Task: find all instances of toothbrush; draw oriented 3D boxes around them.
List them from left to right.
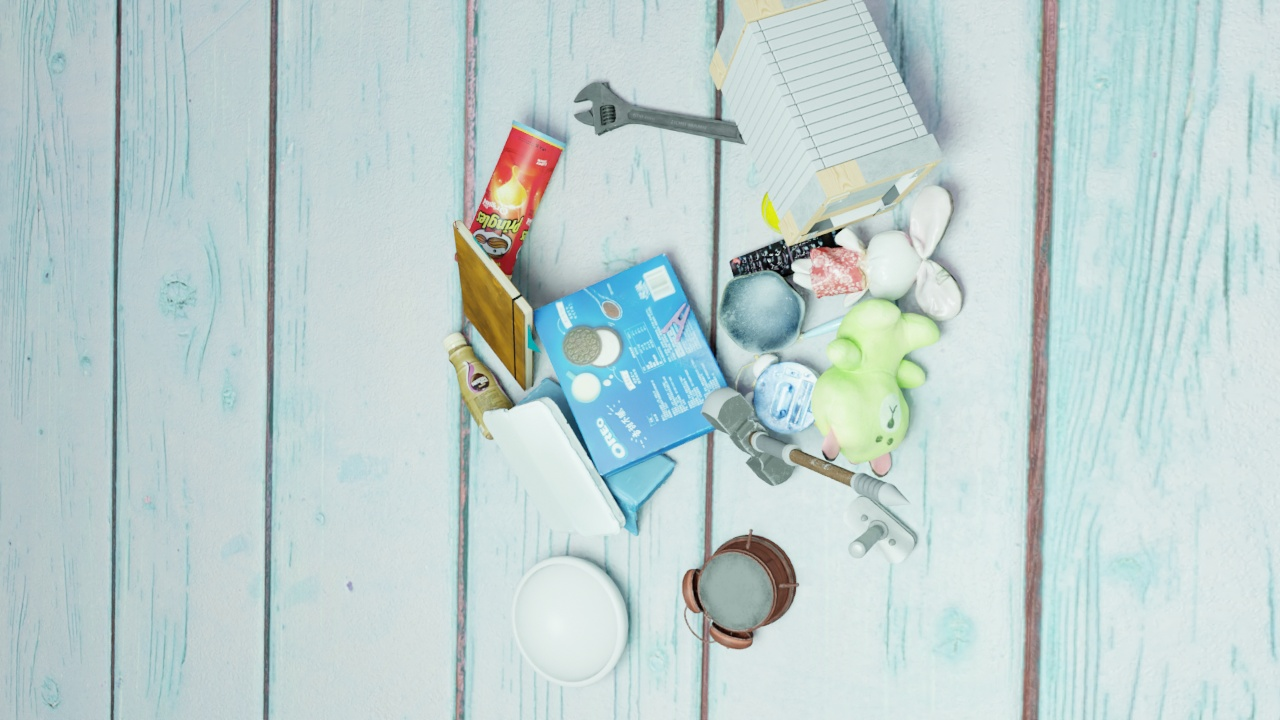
[{"bbox_3d":[0.219,-0.037,1.148,0.155,0.022,0.016,-20,124,24],"label":"toothbrush"}]

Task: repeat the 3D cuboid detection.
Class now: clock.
[{"bbox_3d":[0.121,0.296,1.165,0.158,0.072,0.120,-47,72,17],"label":"clock"},{"bbox_3d":[0.175,0.041,1.149,0.125,0.051,0.089,20,99,24],"label":"clock"}]

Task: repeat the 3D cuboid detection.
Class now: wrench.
[{"bbox_3d":[0.027,-0.326,1.238,0.273,0.018,0.073,16,97,23],"label":"wrench"}]

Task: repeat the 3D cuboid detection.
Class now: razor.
[{"bbox_3d":[0.267,0.207,1.071,0.088,0.116,0.047,42,111,19],"label":"razor"}]

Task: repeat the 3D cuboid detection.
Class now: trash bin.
[{"bbox_3d":[0.204,-0.287,1.053,0.142,0.143,0.247,-20,80,-12],"label":"trash bin"}]

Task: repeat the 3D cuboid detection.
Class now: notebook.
[{"bbox_3d":[-0.193,-0.065,1.242,0.014,0.250,0.178,-33,72,-20],"label":"notebook"}]

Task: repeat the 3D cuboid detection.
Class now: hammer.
[{"bbox_3d":[0.188,0.112,1.007,0.043,0.322,0.156,-47,112,-11],"label":"hammer"}]

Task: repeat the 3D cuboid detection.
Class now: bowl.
[{"bbox_3d":[-0.089,0.354,1.267,0.177,0.066,0.176,0,90,25],"label":"bowl"},{"bbox_3d":[0.155,-0.067,1.149,0.110,0.055,0.110,8,117,16],"label":"bowl"}]

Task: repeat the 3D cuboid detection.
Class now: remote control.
[{"bbox_3d":[0.187,-0.131,1.161,0.151,0.022,0.047,-19,83,26],"label":"remote control"}]

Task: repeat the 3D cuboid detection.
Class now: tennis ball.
[{"bbox_3d":[0.182,-0.189,1.136,0.065,0.065,0.065,0,90,25],"label":"tennis ball"}]

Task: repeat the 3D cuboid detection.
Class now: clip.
[{"bbox_3d":[0.051,-0.045,1.166,0.051,0.014,0.043,-35,80,-4],"label":"clip"}]

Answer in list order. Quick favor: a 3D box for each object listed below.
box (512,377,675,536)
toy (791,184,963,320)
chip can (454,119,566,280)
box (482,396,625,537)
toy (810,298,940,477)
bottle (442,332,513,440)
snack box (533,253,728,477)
[{"bbox_3d":[-0.072,0.137,1.277,0.231,0.094,0.112,32,145,20],"label":"box"},{"bbox_3d":[0.276,-0.111,1.080,0.194,0.084,0.159,-9,103,19],"label":"toy"},{"bbox_3d":[-0.184,-0.224,1.300,0.087,0.087,0.213,29,101,22],"label":"chip can"},{"bbox_3d":[-0.123,0.147,1.224,0.192,0.045,0.209,-11,112,52],"label":"box"},{"bbox_3d":[0.263,0.027,1.070,0.107,0.150,0.197,37,108,50],"label":"toy"},{"bbox_3d":[-0.239,0.034,1.341,0.060,0.059,0.166,-38,74,20],"label":"bottle"},{"bbox_3d":[-0.007,0.007,1.193,0.195,0.056,0.238,-24,80,-2],"label":"snack box"}]
